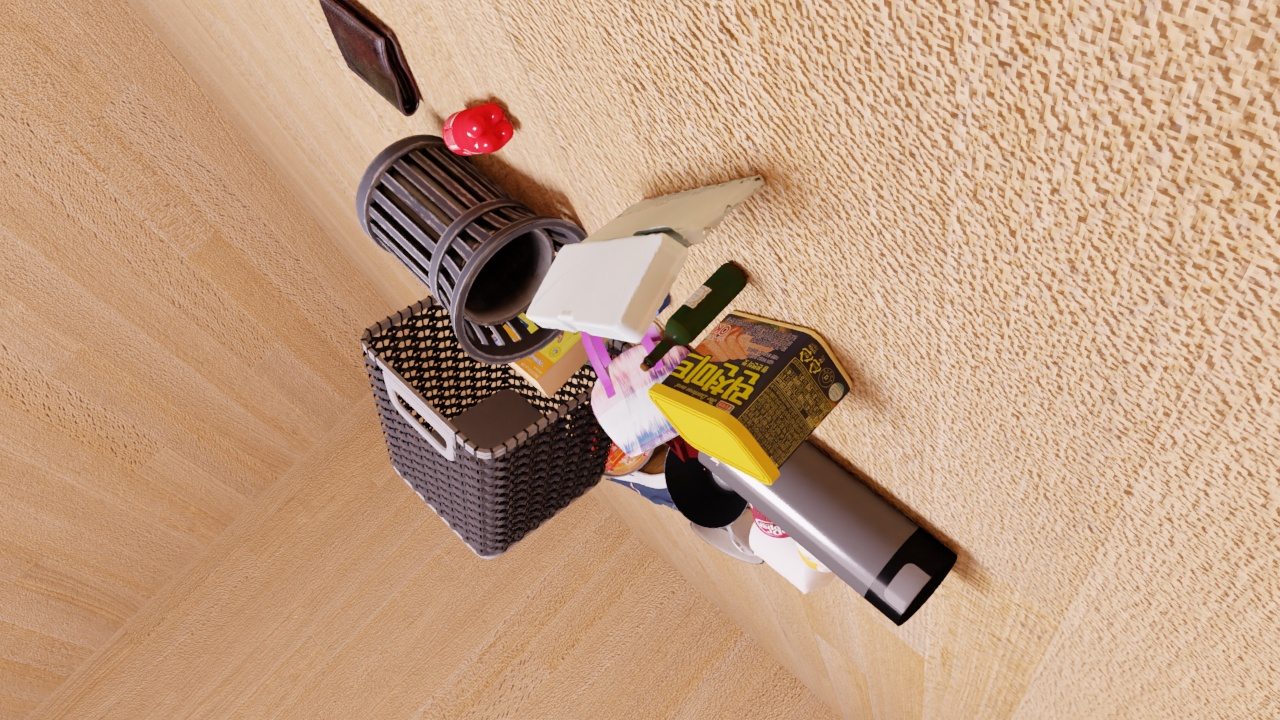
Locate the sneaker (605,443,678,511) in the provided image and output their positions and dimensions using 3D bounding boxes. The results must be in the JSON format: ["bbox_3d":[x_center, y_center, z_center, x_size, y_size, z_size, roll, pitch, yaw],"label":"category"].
[{"bbox_3d":[0.019,0.183,1.439,0.295,0.120,0.127,12,133,62],"label":"sneaker"}]

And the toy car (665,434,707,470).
[{"bbox_3d":[0.059,0.075,1.038,0.170,0.061,0.070,44,169,26],"label":"toy car"}]

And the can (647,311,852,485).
[{"bbox_3d":[0.085,0.024,0.720,0.072,0.101,0.131,51,166,-27],"label":"can"}]

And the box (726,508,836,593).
[{"bbox_3d":[0.168,0.216,1.107,0.161,0.081,0.092,35,124,43],"label":"box"}]

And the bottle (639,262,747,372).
[{"bbox_3d":[0.037,-0.030,0.682,0.025,0.106,0.025,42,168,11],"label":"bottle"}]

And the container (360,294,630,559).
[{"bbox_3d":[-0.181,0.066,1.181,0.247,0.244,0.244,38,142,25],"label":"container"}]

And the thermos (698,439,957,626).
[{"bbox_3d":[0.170,0.137,0.857,0.240,0.082,0.082,39,166,25],"label":"thermos"}]

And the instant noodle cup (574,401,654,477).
[{"bbox_3d":[-0.046,0.104,1.384,0.123,0.123,0.122,46,177,-9],"label":"instant noodle cup"}]

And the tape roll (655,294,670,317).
[{"bbox_3d":[-0.011,-0.081,0.877,0.093,0.016,0.091,42,167,12],"label":"tape roll"}]

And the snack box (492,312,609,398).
[{"bbox_3d":[-0.093,-0.033,1.039,0.088,0.125,0.040,37,166,32],"label":"snack box"}]

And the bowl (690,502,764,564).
[{"bbox_3d":[0.135,0.233,1.299,0.115,0.059,0.116,26,158,11],"label":"bowl"}]

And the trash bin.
[{"bbox_3d":[-0.184,-0.127,0.962,0.227,0.164,0.164,41,168,32],"label":"trash bin"}]

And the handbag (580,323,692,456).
[{"bbox_3d":[-0.006,0.006,0.970,0.170,0.145,0.067,61,-150,3],"label":"handbag"}]

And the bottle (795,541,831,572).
[{"bbox_3d":[0.194,0.183,0.972,0.063,0.063,0.109,38,166,29],"label":"bottle"}]

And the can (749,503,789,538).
[{"bbox_3d":[0.151,0.151,1.008,0.063,0.063,0.114,38,166,27],"label":"can"}]

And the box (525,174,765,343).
[{"bbox_3d":[-0.010,-0.073,0.622,0.043,0.135,0.197,43,169,-21],"label":"box"}]

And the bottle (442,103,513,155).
[{"bbox_3d":[-0.158,-0.214,0.857,0.042,0.042,0.142,50,166,-25],"label":"bottle"}]

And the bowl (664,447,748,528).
[{"bbox_3d":[0.094,0.136,1.107,0.124,0.124,0.052,37,-154,29],"label":"bowl"}]

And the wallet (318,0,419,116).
[{"bbox_3d":[-0.276,-0.316,0.939,0.099,0.031,0.120,38,164,14],"label":"wallet"}]
